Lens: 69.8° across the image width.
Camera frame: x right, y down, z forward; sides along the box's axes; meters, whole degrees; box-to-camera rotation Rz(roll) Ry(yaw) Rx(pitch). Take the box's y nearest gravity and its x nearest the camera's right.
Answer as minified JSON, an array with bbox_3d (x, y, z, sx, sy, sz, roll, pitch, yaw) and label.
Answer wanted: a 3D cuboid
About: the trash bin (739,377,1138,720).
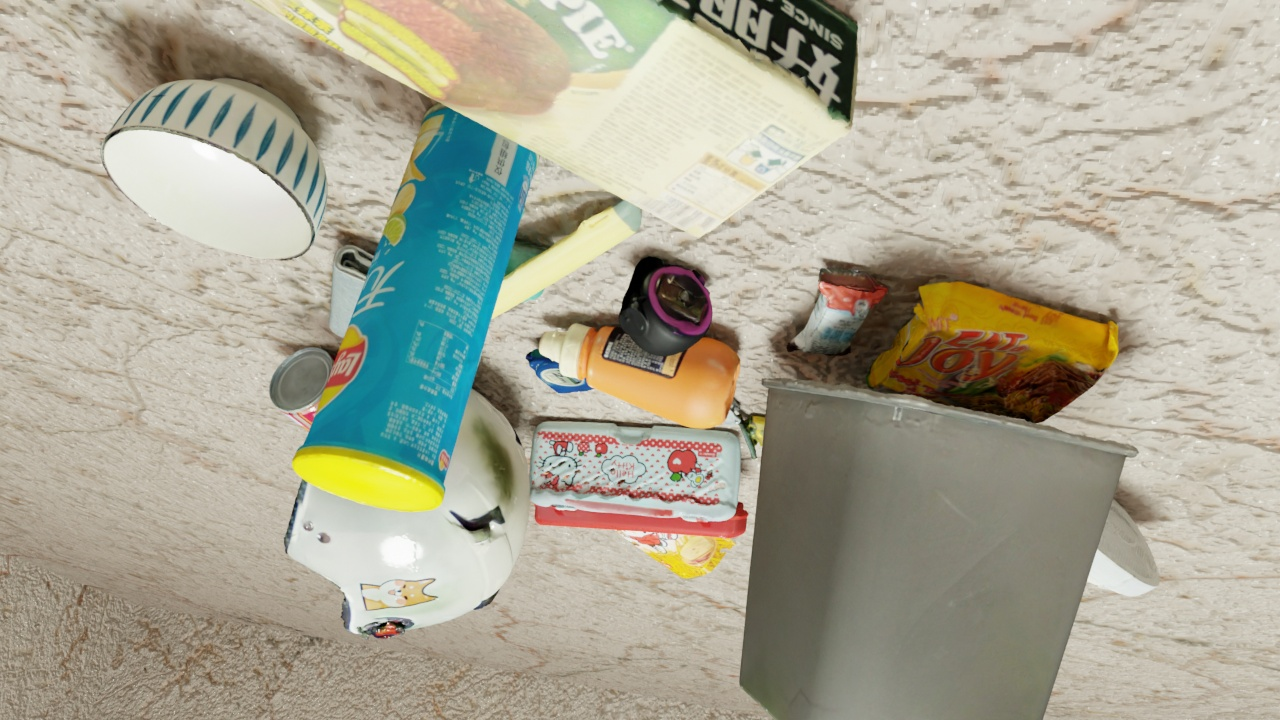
[{"bbox_3d":[0.174,0.135,0.607,0.199,0.219,0.199,12,179,-17],"label":"trash bin"}]

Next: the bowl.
[{"bbox_3d":[-0.232,-0.116,0.523,0.116,0.066,0.117,10,153,5],"label":"bowl"}]

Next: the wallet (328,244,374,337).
[{"bbox_3d":[-0.182,-0.034,0.696,0.106,0.036,0.130,27,154,-10],"label":"wallet"}]

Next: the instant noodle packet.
[{"bbox_3d":[0.222,-0.001,0.589,0.128,0.044,0.111,13,149,-2],"label":"instant noodle packet"}]

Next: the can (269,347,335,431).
[{"bbox_3d":[-0.286,0.038,0.846,0.067,0.066,0.094,1,151,20],"label":"can"}]

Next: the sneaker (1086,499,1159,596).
[{"bbox_3d":[0.336,0.144,0.767,0.242,0.089,0.091,30,133,-25],"label":"sneaker"}]

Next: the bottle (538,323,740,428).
[{"bbox_3d":[-0.004,0.004,0.677,0.149,0.066,0.067,15,154,11],"label":"bottle"}]

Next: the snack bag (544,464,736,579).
[{"bbox_3d":[-0.001,0.157,0.982,0.208,0.073,0.129,38,145,-29],"label":"snack bag"}]

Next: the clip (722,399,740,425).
[{"bbox_3d":[0.066,0.034,0.750,0.026,0.037,0.058,-8,145,31],"label":"clip"}]

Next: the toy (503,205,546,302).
[{"bbox_3d":[-0.090,-0.071,0.595,0.092,0.030,0.097,27,144,-32],"label":"toy"}]

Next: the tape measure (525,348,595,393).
[{"bbox_3d":[-0.057,0.005,0.734,0.055,0.025,0.058,-5,153,26],"label":"tape measure"}]

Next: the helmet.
[{"bbox_3d":[-0.174,0.123,0.808,0.157,0.229,0.274,-2,139,12],"label":"helmet"}]

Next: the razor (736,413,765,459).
[{"bbox_3d":[0.144,0.059,0.753,0.133,0.028,0.043,-3,123,34],"label":"razor"}]

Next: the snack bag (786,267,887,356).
[{"bbox_3d":[0.127,-0.026,0.597,0.045,0.026,0.105,3,154,-3],"label":"snack bag"}]

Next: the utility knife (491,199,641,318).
[{"bbox_3d":[-0.072,-0.052,0.582,0.183,0.019,0.031,-31,136,21],"label":"utility knife"}]

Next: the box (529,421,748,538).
[{"bbox_3d":[0.000,0.112,0.869,0.201,0.100,0.094,2,173,17],"label":"box"}]

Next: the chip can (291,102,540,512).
[{"bbox_3d":[-0.110,-0.032,0.476,0.071,0.209,0.071,9,154,4],"label":"chip can"}]

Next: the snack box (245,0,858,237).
[{"bbox_3d":[-0.034,-0.146,0.387,0.240,0.063,0.115,24,151,-22],"label":"snack box"}]

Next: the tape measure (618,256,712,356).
[{"bbox_3d":[0.018,-0.034,0.592,0.058,0.057,0.039,32,147,-19],"label":"tape measure"}]
